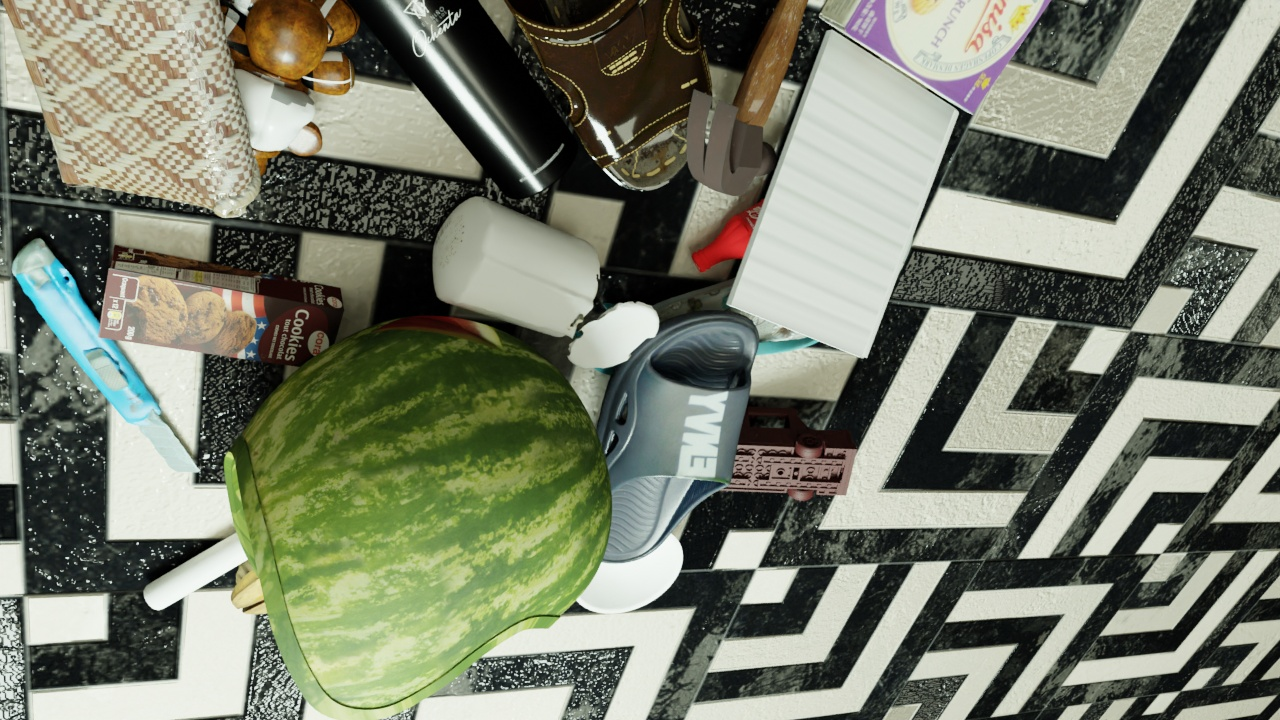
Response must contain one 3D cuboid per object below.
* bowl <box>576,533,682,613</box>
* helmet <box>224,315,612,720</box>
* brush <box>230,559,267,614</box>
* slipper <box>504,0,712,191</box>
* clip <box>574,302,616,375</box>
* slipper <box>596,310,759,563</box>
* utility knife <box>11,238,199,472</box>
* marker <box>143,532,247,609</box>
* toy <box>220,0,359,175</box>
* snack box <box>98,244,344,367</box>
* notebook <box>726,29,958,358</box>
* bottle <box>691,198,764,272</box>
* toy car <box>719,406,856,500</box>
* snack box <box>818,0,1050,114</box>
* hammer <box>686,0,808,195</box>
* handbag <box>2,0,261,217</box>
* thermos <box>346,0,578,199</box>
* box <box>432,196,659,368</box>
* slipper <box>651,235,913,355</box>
[{"bbox_3d":[-0.018,0.186,0.875,0.109,0.040,0.110,-10,125,-15],"label":"bowl"},{"bbox_3d":[-0.141,0.090,0.628,0.246,0.213,0.243,-14,109,-27],"label":"helmet"},{"bbox_3d":[-0.243,0.149,0.752,0.195,0.043,0.059,-27,128,-2],"label":"brush"},{"bbox_3d":[-0.021,-0.216,0.563,0.113,0.075,0.268,-28,130,-2],"label":"slipper"},{"bbox_3d":[0.008,-0.010,0.757,0.127,0.028,0.114,29,104,-35],"label":"clip"},{"bbox_3d":[0.017,0.081,0.737,0.110,0.083,0.269,10,122,-22],"label":"slipper"},{"bbox_3d":[-0.357,0.008,0.622,0.031,0.015,0.206,-19,130,-4],"label":"utility knife"},{"bbox_3d":[-0.330,0.157,0.731,0.133,0.027,0.023,-30,144,0],"label":"marker"},{"bbox_3d":[-0.215,-0.163,0.532,0.087,0.067,0.113,15,125,-31],"label":"toy"},{"bbox_3d":[-0.277,-0.033,0.614,0.140,0.031,0.051,10,119,-29],"label":"snack box"},{"bbox_3d":[0.158,-0.119,0.700,0.142,0.009,0.210,18,93,-30],"label":"notebook"},{"bbox_3d":[0.095,-0.105,0.718,0.119,0.036,0.036,-30,130,0],"label":"bottle"},{"bbox_3d":[0.103,0.082,0.834,0.170,0.061,0.070,2,124,-1],"label":"toy car"},{"bbox_3d":[0.224,-0.272,0.650,0.148,0.040,0.144,17,115,-32],"label":"snack box"},{"bbox_3d":[0.110,-0.262,0.596,0.115,0.033,0.324,-17,133,-59],"label":"hammer"},{"bbox_3d":[-0.271,-0.171,0.481,0.124,0.046,0.186,12,126,14],"label":"handbag"},{"bbox_3d":[-0.123,-0.198,0.542,0.061,0.061,0.231,-36,130,4],"label":"thermos"},{"bbox_3d":[-0.064,-0.050,0.657,0.165,0.092,0.083,17,121,-34],"label":"box"},{"bbox_3d":[0.120,-0.040,0.751,0.268,0.054,0.098,-24,128,-12],"label":"slipper"}]
